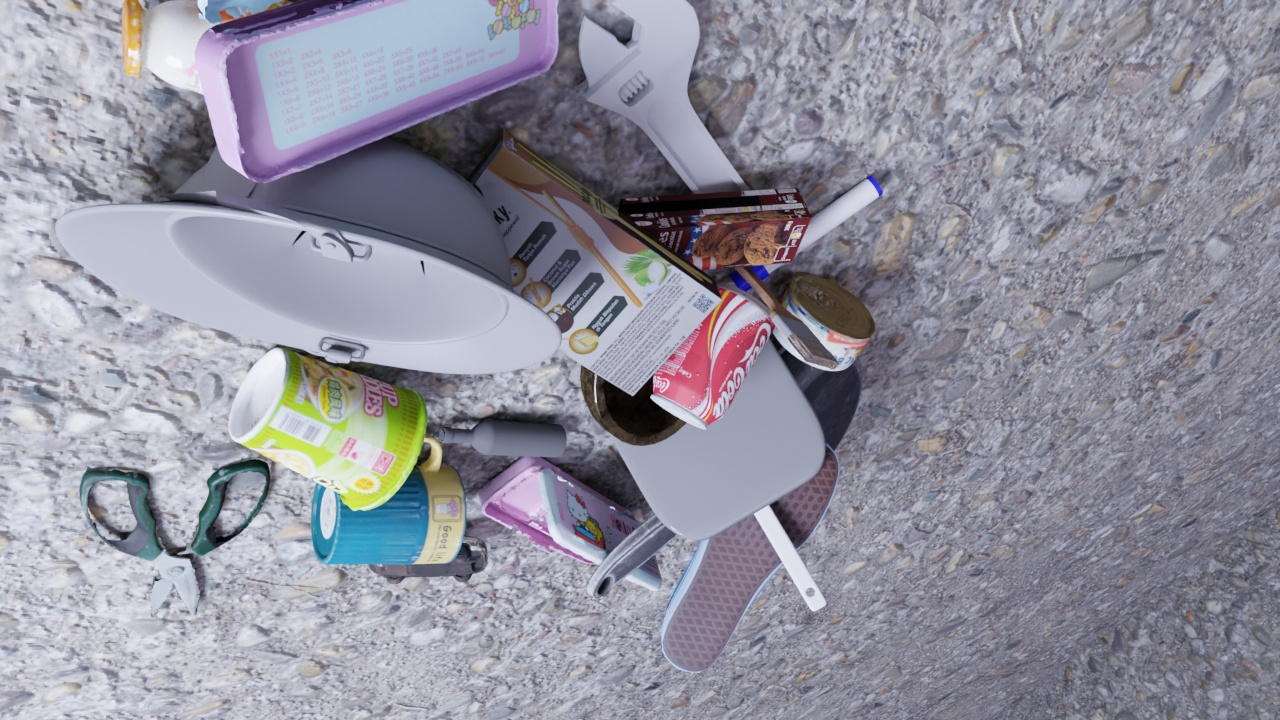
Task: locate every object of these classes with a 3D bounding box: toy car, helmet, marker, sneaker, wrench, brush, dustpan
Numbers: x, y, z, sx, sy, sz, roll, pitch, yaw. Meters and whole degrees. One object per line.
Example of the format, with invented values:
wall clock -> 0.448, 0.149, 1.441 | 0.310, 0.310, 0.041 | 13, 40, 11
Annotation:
toy car -> -0.200, 0.182, 0.862 | 0.112, 0.040, 0.049 | 0, 135, -7
helmet -> -0.172, -0.081, 0.535 | 0.271, 0.117, 0.184 | 13, 158, -13
marker -> 0.138, -0.104, 0.769 | 0.141, 0.020, 0.020 | -35, 141, 7
sneaker -> 0.094, 0.169, 0.853 | 0.241, 0.083, 0.098 | -57, 178, 4
wrench -> 0.043, -0.160, 0.654 | 0.087, 0.018, 0.273 | -38, 142, 11
brush -> 0.099, -0.047, 0.708 | 0.045, 0.143, 0.008 | 11, 126, -50
dustpan -> 0.087, 0.098, 0.792 | 0.163, 0.257, 0.033 | -31, 166, 1

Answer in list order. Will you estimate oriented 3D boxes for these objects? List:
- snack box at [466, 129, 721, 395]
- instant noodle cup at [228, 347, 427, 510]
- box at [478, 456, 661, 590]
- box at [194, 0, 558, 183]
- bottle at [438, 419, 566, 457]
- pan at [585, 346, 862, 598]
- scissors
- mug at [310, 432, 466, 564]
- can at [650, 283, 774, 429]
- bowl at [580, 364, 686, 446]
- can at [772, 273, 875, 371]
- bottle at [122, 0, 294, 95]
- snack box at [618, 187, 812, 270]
snack box -> -0.047, -0.062, 0.639 | 0.186, 0.031, 0.101 | 32, 114, -24
instant noodle cup -> -0.225, 0.044, 0.656 | 0.099, 0.098, 0.108 | -43, 132, 16
box -> -0.058, 0.173, 0.885 | 0.087, 0.102, 0.201 | -39, 140, 8
box -> -0.109, -0.179, 0.445 | 0.213, 0.049, 0.150 | -36, 167, -37
bottle -> -0.119, 0.066, 0.788 | 0.112, 0.030, 0.030 | 7, 129, -36
pan -> 0.092, 0.105, 0.870 | 0.356, 0.055, 0.187 | -43, 142, -18
scissors -> -0.354, 0.145, 0.744 | 0.146, 0.015, 0.210 | -14, 138, -21
mug -> -0.206, 0.112, 0.758 | 0.107, 0.083, 0.114 | 7, 101, -32
can -> 0.056, -0.003, 0.724 | 0.104, 0.064, 0.064 | -59, 140, -8
bowl -> -0.005, 0.005, 0.759 | 0.121, 0.056, 0.121 | -13, 112, -36
can -> 0.159, -0.034, 0.805 | 0.086, 0.086, 0.043 | 2, 134, -33
bottle -> -0.202, -0.157, 0.469 | 0.108, 0.063, 0.063 | -1, 133, -31
snack box -> 0.053, -0.097, 0.693 | 0.140, 0.031, 0.051 | -6, 147, -15
